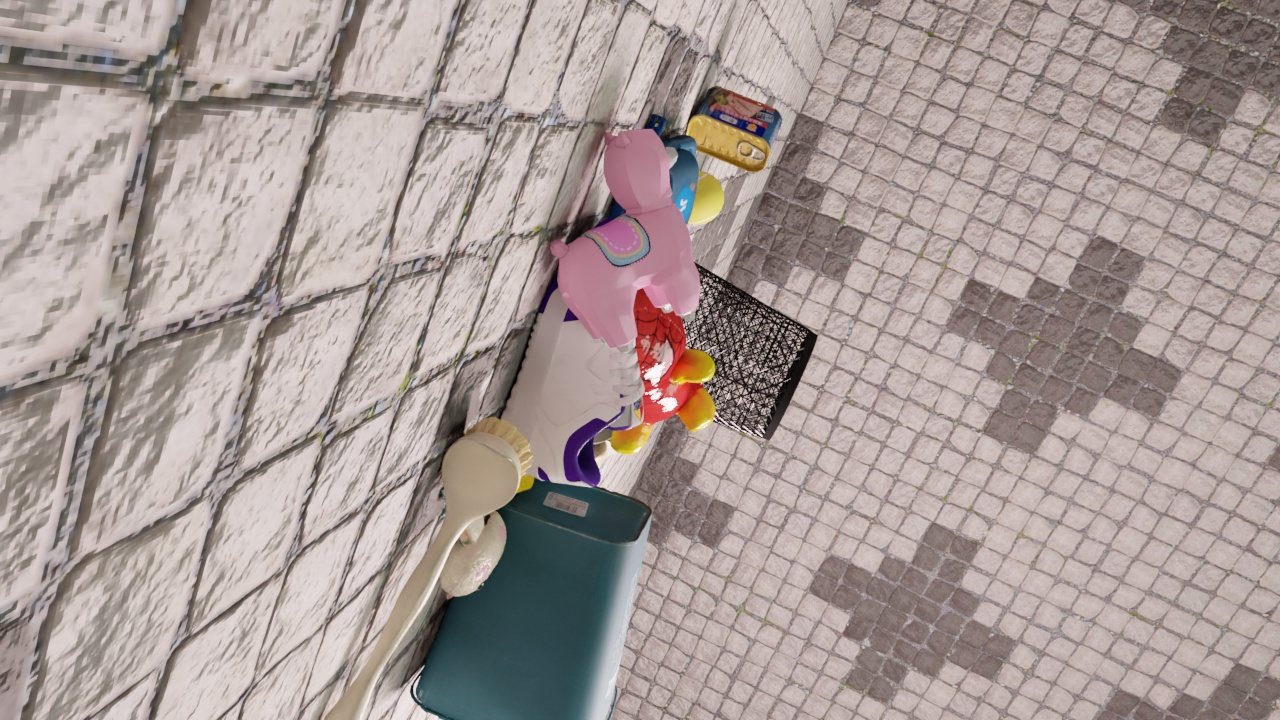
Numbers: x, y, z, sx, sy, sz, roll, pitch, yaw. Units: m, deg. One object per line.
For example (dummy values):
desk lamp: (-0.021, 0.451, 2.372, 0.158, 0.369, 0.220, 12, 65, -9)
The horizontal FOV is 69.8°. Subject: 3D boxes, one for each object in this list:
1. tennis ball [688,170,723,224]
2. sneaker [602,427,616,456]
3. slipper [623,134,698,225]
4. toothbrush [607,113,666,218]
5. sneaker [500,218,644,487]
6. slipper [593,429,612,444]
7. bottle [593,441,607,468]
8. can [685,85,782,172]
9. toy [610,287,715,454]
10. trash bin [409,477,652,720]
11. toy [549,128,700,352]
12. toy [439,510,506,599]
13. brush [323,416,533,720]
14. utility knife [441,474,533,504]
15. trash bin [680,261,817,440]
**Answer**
tennis ball: (0.070, -0.200, 1.128, 0.065, 0.065, 0.065, 27, 88, -84)
sneaker: (-0.019, 0.069, 1.220, 0.079, 0.087, 0.236, -17, 166, -12)
slipper: (0.030, -0.175, 0.931, 0.213, 0.059, 0.104, -59, 169, -58)
toothbrush: (-0.021, -0.137, 0.846, 0.017, 0.016, 0.190, -96, -150, -88)
sneaker: (-0.038, 0.004, 0.798, 0.091, 0.111, 0.244, -39, 153, -76)
slipper: (-0.051, 0.050, 1.047, 0.295, 0.060, 0.118, -68, 162, -2)
bottle: (-0.091, 0.166, 1.222, 0.056, 0.056, 0.162, -57, 169, -54)
can: (0.109, -0.265, 1.051, 0.054, 0.100, 0.058, 106, 9, -57)
toy: (-0.005, 0.005, 0.930, 0.216, 0.147, 0.098, 62, 4, -50)
trash bin: (-0.096, 0.244, 0.939, 0.196, 0.199, 0.219, -38, 145, -79)
toy: (-0.011, -0.096, 0.717, 0.123, 0.157, 0.067, -25, -159, -16)
toy: (-0.149, 0.167, 0.814, 0.113, 0.050, 0.087, -65, 177, 39)
brush: (-0.163, 0.166, 0.680, 0.272, 0.062, 0.077, -61, 169, -2)
utility knife: (-0.133, 0.110, 0.808, 0.203, 0.020, 0.028, 11, 73, -79)
trash bin: (0.102, -0.012, 1.286, 0.217, 0.243, 0.217, 27, 88, -84)
